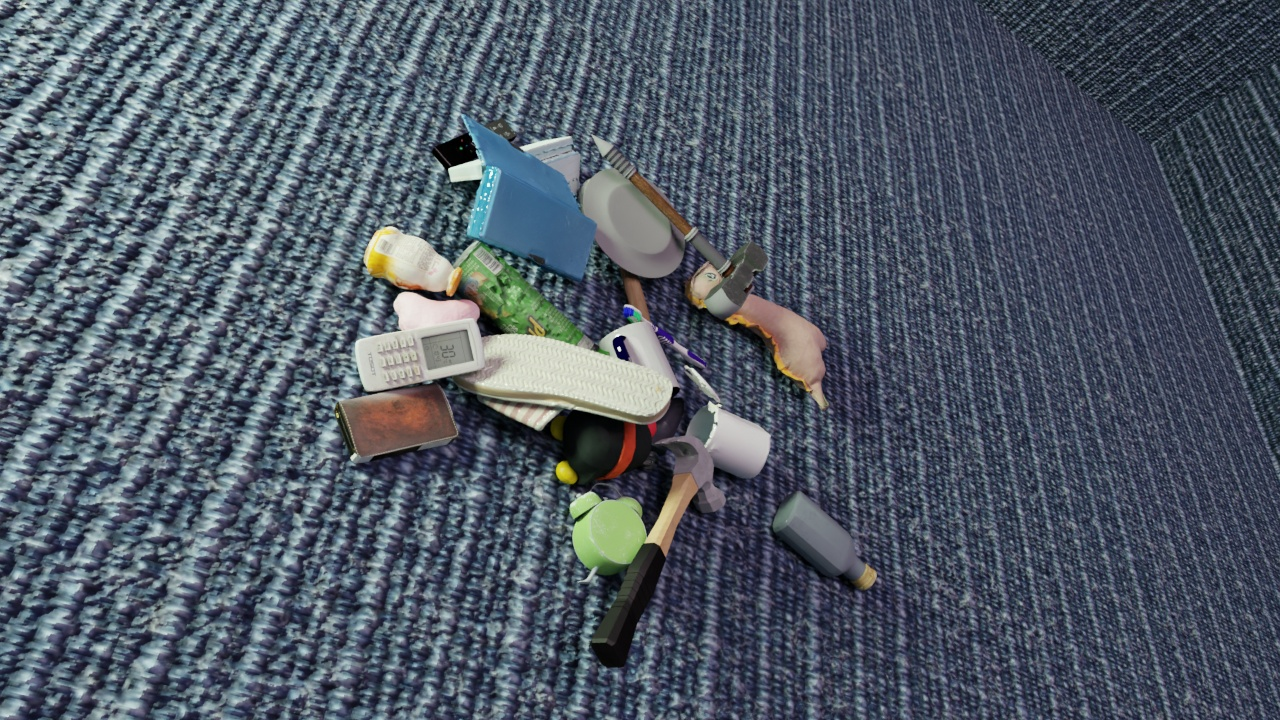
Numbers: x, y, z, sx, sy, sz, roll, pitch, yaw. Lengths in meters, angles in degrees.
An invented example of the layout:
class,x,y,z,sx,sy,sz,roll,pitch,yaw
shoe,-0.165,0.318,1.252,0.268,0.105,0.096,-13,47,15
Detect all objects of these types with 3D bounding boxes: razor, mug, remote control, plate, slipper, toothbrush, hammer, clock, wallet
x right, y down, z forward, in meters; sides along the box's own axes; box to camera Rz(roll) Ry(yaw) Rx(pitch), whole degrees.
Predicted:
class,x,y,z,sx,sy,sz,roll,pitch,yaw
razor,0.024,0.091,1.199,0.052,0.047,0.142,62,36,-22
mug,-0.007,0.007,1.188,0.097,0.079,0.112,66,9,17
remote control,-0.244,-0.006,1.021,0.138,0.025,0.060,-12,93,-19
remote control,-0.230,-0.304,1.286,0.034,0.013,0.149,49,44,0
plate,-0.004,-0.202,1.325,0.178,0.012,0.178,17,58,-31
slipper,-0.093,0.032,1.063,0.263,0.052,0.114,11,41,13
toothbrush,0.036,-0.029,1.273,0.186,0.015,0.016,35,50,-41
hammer,-0.014,-0.116,1.311,0.098,0.052,0.328,3,63,-37
clock,-0.036,0.200,1.074,0.094,0.043,0.119,12,54,-34
hammer,0.047,-0.211,1.335,0.322,0.043,0.155,43,48,-11
wallet,-0.264,0.066,1.000,0.122,0.020,0.072,-11,69,-42
hammer,0.020,0.210,1.054,0.131,0.039,0.327,65,32,-24

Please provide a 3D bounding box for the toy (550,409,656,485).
class,x,y,z,sx,sy,sz,roll,pitch,yaw
toy,-0.035,0.097,1.104,0.119,0.100,0.097,10,55,-32

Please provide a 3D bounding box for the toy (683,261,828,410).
class,x,y,z,sx,sy,sz,roll,pitch,yaw
toy,0.183,-0.044,1.402,0.264,0.065,0.195,24,44,-23

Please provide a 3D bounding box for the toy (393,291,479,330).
class,x,y,z,sx,sy,sz,roll,pitch,yaw
toy,-0.234,-0.037,1.072,0.102,0.050,0.093,2,62,-27

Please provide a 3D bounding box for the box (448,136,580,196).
class,x,y,z,sx,sy,sz,roll,pitch,yaw
box,-0.161,-0.249,1.282,0.198,0.086,0.096,-33,115,-45

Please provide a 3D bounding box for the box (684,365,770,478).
class,x,y,z,sx,sy,sz,roll,pitch,yaw
box,0.104,0.082,1.224,0.159,0.119,0.084,22,12,-23

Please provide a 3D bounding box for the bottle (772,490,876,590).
class,x,y,z,sx,sy,sz,roll,pitch,yaw
bottle,0.258,0.256,1.267,0.161,0.046,0.072,41,44,-9

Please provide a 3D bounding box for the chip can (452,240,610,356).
class,x,y,z,sx,sy,sz,roll,pitch,yaw
chip can,-0.141,-0.052,1.142,0.223,0.076,0.075,42,44,-6

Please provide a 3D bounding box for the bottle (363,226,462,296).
class,x,y,z,sx,sy,sz,roll,pitch,yaw
bottle,-0.265,-0.112,1.078,0.108,0.063,0.063,23,48,-5

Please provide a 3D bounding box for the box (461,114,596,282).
class,x,y,z,sx,sy,sz,roll,pitch,yaw
box,-0.135,-0.204,1.171,0.231,0.066,0.173,15,67,-61
